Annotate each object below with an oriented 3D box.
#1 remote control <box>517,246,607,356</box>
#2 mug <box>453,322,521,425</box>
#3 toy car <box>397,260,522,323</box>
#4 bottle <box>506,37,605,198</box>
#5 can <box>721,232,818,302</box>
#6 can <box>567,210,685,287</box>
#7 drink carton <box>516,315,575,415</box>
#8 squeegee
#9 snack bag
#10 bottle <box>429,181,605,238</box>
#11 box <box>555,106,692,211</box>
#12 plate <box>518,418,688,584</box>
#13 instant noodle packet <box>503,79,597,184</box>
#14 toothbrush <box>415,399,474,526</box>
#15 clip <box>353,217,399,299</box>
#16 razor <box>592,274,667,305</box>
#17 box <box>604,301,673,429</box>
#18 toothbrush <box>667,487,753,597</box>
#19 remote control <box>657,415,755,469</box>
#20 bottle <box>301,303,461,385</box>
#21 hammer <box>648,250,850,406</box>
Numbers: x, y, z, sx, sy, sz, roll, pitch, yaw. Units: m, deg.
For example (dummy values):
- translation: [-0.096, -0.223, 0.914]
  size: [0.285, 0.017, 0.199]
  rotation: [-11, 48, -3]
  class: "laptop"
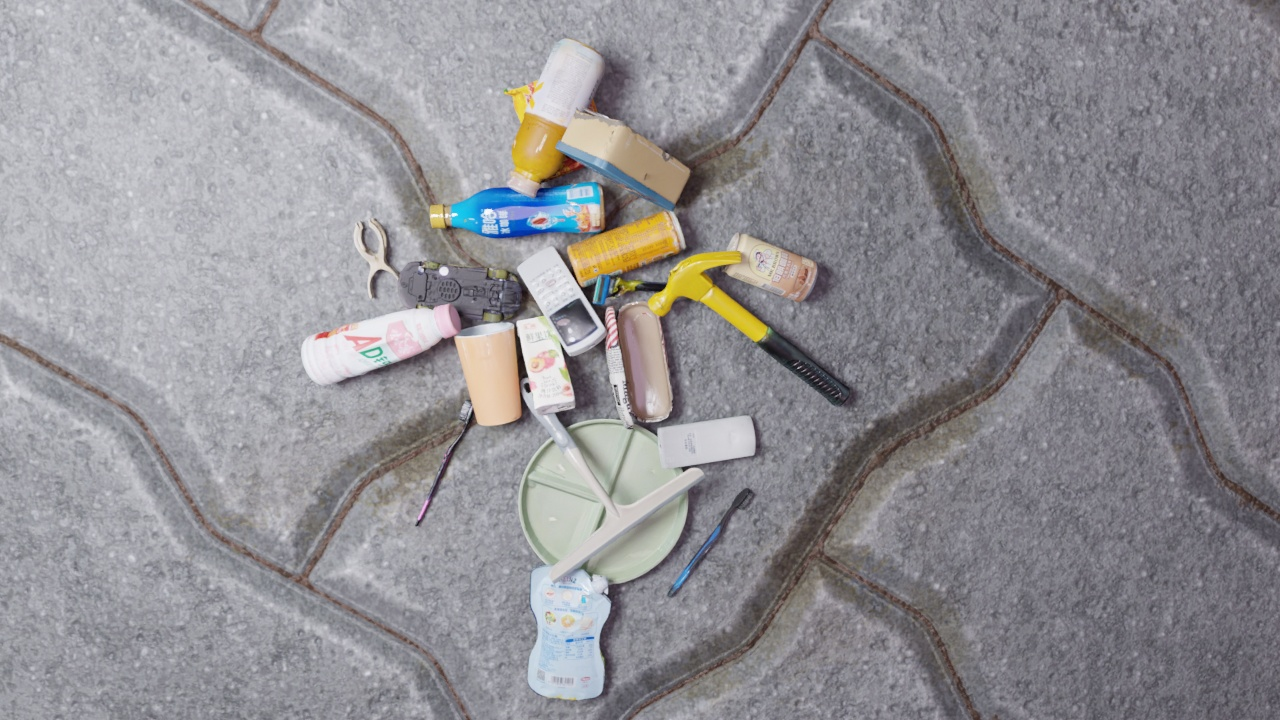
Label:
- translation: [-0.101, -0.077, 1.171]
  size: [0.058, 0.021, 0.150]
  rotation: [-33, 69, -1]
  class: "remote control"
- translation: [-0.193, 0.018, 1.188]
  size: [0.078, 0.078, 0.123]
  rotation: [-9, 104, -4]
  class: "mug"
- translation: [-0.232, -0.091, 1.182]
  size: [0.158, 0.042, 0.070]
  rotation: [8, 97, -7]
  class: "toy car"
- translation: [-0.107, -0.290, 1.109]
  size: [0.068, 0.068, 0.189]
  rotation: [24, 96, -8]
  class: "bottle"
- translation: [0.170, -0.122, 1.203]
  size: [0.116, 0.058, 0.058]
  rotation: [21, 95, -7]
  class: "can"
- translation: [-0.019, -0.145, 1.185]
  size: [0.146, 0.058, 0.058]
  rotation: [-20, 99, -2]
  class: "can"
- translation: [-0.122, 0.006, 1.182]
  size: [0.053, 0.045, 0.122]
  rotation: [-13, 72, -5]
  class: "drink carton"
- translation: [-0.084, 0.123, 1.193]
  size: [0.246, 0.039, 0.246]
  rotation: [-35, 87, 2]
  class: "squeegee"
- translation: [-0.098, 0.369, 1.249]
  size: [0.110, 0.038, 0.191]
  rotation: [7, 104, 8]
  class: "snack bag"
- translation: [-0.155, -0.188, 1.164]
  size: [0.218, 0.065, 0.065]
  rotation: [-5, 98, -4]
  class: "bottle"
- translation: [-0.020, -0.244, 1.111]
  size: [0.184, 0.090, 0.062]
  rotation: [16, 101, -51]
  class: "box"
- translation: [-0.050, 0.190, 1.244]
  size: [0.230, 0.027, 0.230]
  rotation: [-1, 98, -4]
  class: "plate"
- translation: [-0.101, -0.303, 1.165]
  size: [0.110, 0.044, 0.128]
  rotation: [-21, 99, -6]
  class: "instant noodle packet"
- translation: [-0.264, 0.137, 1.226]
  size: [0.018, 0.014, 0.189]
  rotation: [26, 95, 2]
  class: "toothbrush"
- translation: [-0.339, -0.132, 1.175]
  size: [0.072, 0.034, 0.100]
  rotation: [-17, 107, -3]
  class: "clip"
- translation: [0.005, -0.096, 1.197]
  size: [0.142, 0.022, 0.043]
  rotation: [-2, 124, -24]
  class: "razor"
- translation: [-0.008, 0.007, 1.192]
  size: [0.076, 0.086, 0.162]
  rotation: [-5, 98, 19]
  class: "box"
- translation: [0.096, 0.254, 1.272]
  size: [0.016, 0.014, 0.189]
  rotation: [33, 95, -32]
  class: "toothbrush"
- translation: [0.090, 0.109, 1.233]
  size: [0.135, 0.019, 0.056]
  rotation: [-8, 92, -17]
  class: "remote control"
- translation: [-0.323, -0.024, 1.155]
  size: [0.197, 0.068, 0.068]
  rotation: [-16, 99, 8]
  class: "bottle"
- translation: [0.160, -0.034, 1.204]
  size: [0.300, 0.032, 0.129]
  rotation: [36, 117, -18]
  class: "hammer"
